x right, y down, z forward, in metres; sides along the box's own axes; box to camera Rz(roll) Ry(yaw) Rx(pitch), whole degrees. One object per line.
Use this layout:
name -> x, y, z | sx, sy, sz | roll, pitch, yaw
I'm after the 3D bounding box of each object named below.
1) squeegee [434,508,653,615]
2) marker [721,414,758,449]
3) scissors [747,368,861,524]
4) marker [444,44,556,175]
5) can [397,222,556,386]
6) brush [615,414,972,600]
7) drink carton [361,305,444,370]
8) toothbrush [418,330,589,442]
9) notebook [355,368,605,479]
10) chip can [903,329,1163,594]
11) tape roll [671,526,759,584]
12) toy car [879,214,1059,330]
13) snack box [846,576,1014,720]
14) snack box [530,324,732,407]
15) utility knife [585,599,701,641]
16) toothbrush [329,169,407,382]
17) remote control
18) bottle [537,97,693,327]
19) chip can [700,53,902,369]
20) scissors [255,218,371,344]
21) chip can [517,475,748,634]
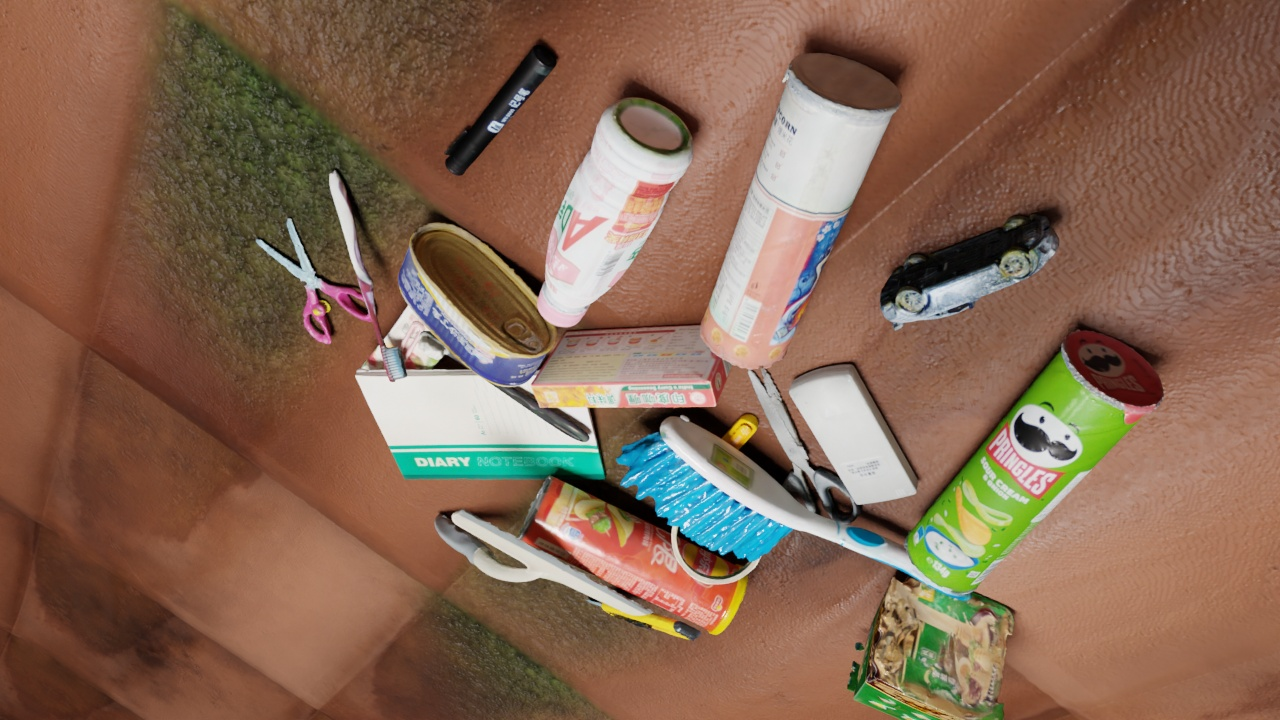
squeegee -> -0.153, 0.194, 0.924 | 0.246, 0.039, 0.247 | 38, 160, -35
marker -> 0.068, 0.088, 0.820 | 0.018, 0.015, 0.124 | 33, 132, -3
scissors -> 0.141, 0.077, 0.784 | 0.141, 0.014, 0.174 | 19, 129, 11
marker -> -0.106, -0.183, 0.677 | 0.132, 0.020, 0.022 | -36, 78, 41
can -> -0.135, -0.045, 0.752 | 0.148, 0.074, 0.049 | 45, 135, 8
brush -> 0.132, 0.144, 0.794 | 0.314, 0.060, 0.110 | 36, 124, -10
drink carton -> -0.208, -0.012, 0.840 | 0.053, 0.045, 0.123 | 40, 131, -9
toothbrush -> -0.116, 0.028, 0.799 | 0.181, 0.018, 0.016 | 34, 123, -25
notebook -> -0.145, 0.063, 0.860 | 0.209, 0.012, 0.150 | -1, 134, 10
chip can -> 0.283, 0.085, 0.686 | 0.072, 0.072, 0.237 | 24, 133, 4
tape roll -> 0.071, 0.162, 0.845 | 0.086, 0.014, 0.086 | 0, 92, 1
toy car -> 0.217, -0.057, 0.612 | 0.121, 0.054, 0.037 | -25, 111, 35
snack box -> 0.257, 0.274, 0.833 | 0.117, 0.118, 0.106 | 22, 145, 7
snack box -> -0.004, 0.004, 0.742 | 0.156, 0.076, 0.027 | -2, 127, 25
utility knife -> -0.005, 0.266, 0.949 | 0.033, 0.015, 0.197 | 38, 157, -27
toothbrush -> -0.234, -0.071, 0.789 | 0.017, 0.016, 0.187 | -12, 103, 5
remote control -> 0.175, 0.062, 0.749 | 0.056, 0.019, 0.135 | -18, 117, 34
bottle -> -0.029, -0.100, 0.681 | 0.068, 0.068, 0.197 | 31, 137, -2
chip can -> 0.100, -0.092, 0.623 | 0.071, 0.071, 0.215 | 22, 132, 6
scissors -> -0.299, -0.071, 0.854 | 0.124, 0.017, 0.133 | 6, 125, 21
chip can -> -0.008, 0.187, 0.882 | 0.216, 0.073, 0.073 | 26, 133, -5
